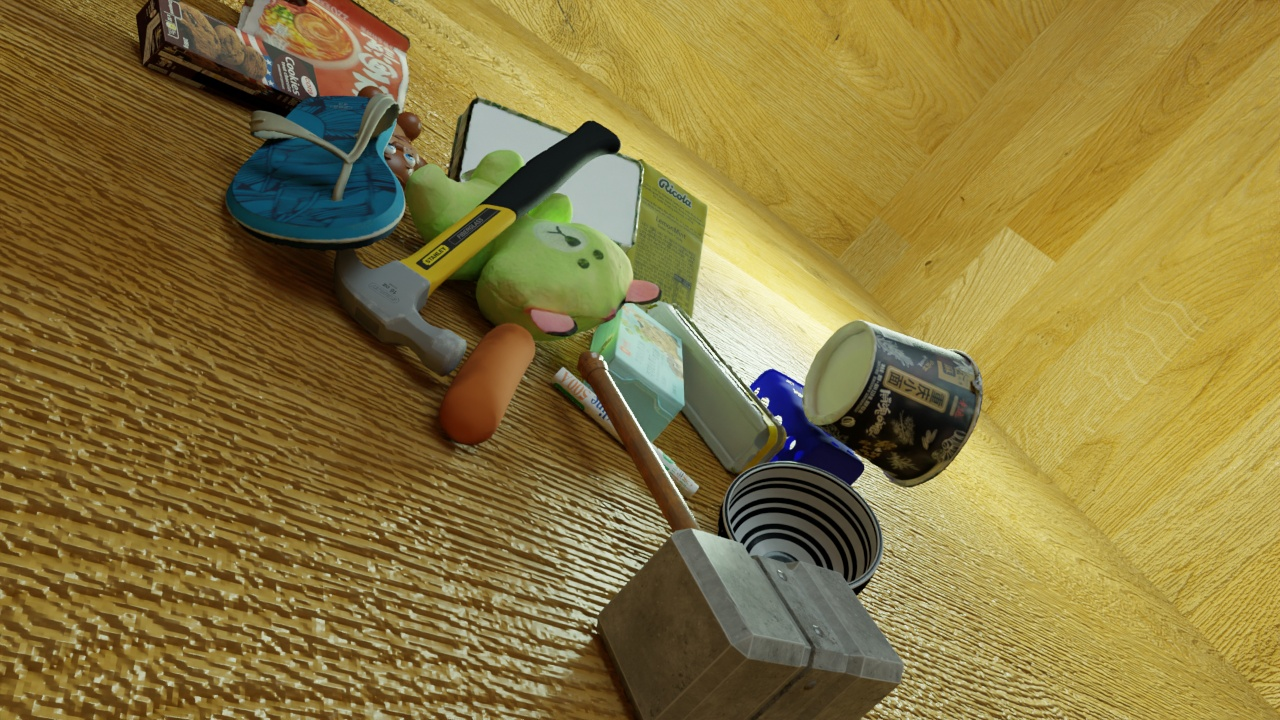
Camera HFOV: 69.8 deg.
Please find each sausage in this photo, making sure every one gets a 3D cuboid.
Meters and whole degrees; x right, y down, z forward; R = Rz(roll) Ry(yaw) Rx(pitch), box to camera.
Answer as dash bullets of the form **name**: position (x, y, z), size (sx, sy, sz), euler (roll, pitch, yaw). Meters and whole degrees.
- **sausage**: position (-0.101, 0.010, 0.626), size (0.039, 0.044, 0.164), euler (13, 20, -1)

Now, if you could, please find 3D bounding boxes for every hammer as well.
- **hammer**: position (-0.108, -0.115, 0.706), size (0.127, 0.029, 0.322), euler (33, 45, 6)
- **hammer**: position (0.019, 0.093, 0.606), size (0.162, 0.083, 0.317), euler (25, 23, -41)

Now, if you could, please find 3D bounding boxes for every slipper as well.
- **slipper**: position (-0.231, -0.161, 0.667), size (0.118, 0.060, 0.294), euler (-5, 32, -9)

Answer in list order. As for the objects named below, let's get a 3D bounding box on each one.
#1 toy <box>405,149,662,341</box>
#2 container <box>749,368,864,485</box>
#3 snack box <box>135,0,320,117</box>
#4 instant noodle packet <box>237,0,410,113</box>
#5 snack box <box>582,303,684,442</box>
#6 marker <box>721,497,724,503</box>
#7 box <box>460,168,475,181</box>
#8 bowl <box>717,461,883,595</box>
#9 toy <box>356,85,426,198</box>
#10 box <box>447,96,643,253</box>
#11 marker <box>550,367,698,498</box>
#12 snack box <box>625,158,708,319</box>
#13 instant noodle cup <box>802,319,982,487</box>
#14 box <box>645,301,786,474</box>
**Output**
- **toy**: position (-0.098, -0.085, 0.770), size (0.149, 0.107, 0.197), euler (-28, 74, -43)
- **container**: position (0.149, 0.083, 0.903), size (0.084, 0.085, 0.113), euler (27, 23, -37)
- **snack box**: position (-0.335, -0.244, 0.757), size (0.140, 0.032, 0.051), euler (15, 51, -55)
- **instant noodle packet**: position (-0.320, -0.287, 0.913), size (0.164, 0.084, 0.220), euler (30, 31, -33)
- **snack box**: position (-0.005, 0.005, 0.829), size (0.075, 0.053, 0.174), euler (36, 16, -11)
- **marker**: position (0.107, 0.157, 0.736), size (0.017, 0.020, 0.133), euler (6, 37, -45)
- **box**: position (-0.100, -0.112, 0.879), size (0.155, 0.084, 0.126), euler (26, 22, -47)
- **bowl**: position (0.113, 0.142, 0.689), size (0.120, 0.066, 0.120), euler (7, 41, -6)
- **toy**: position (-0.226, -0.183, 0.815), size (0.095, 0.065, 0.127), euler (22, 30, -38)
- **box**: position (-0.098, -0.186, 0.963), size (0.205, 0.051, 0.117), euler (14, 68, -25)
- **marker**: position (-0.012, 0.059, 0.737), size (0.145, 0.017, 0.017), euler (41, 17, 2)
- **snack box**: position (0.016, -0.125, 1.062), size (0.121, 0.045, 0.180), euler (25, 64, -39)
- **instant noodle cup**: position (0.222, 0.031, 0.843), size (0.112, 0.137, 0.137), euler (25, 21, -17)
- **box**: position (0.063, 0.023, 0.904), size (0.037, 0.064, 0.209), euler (18, 28, -51)
